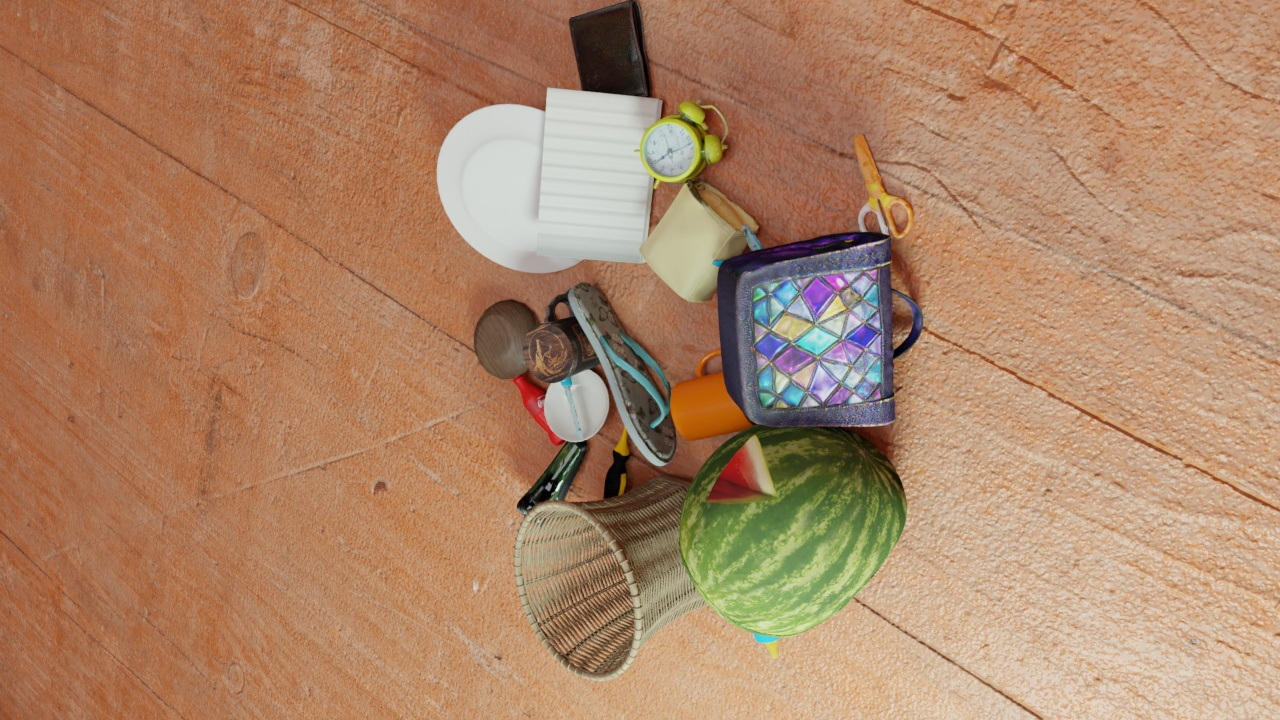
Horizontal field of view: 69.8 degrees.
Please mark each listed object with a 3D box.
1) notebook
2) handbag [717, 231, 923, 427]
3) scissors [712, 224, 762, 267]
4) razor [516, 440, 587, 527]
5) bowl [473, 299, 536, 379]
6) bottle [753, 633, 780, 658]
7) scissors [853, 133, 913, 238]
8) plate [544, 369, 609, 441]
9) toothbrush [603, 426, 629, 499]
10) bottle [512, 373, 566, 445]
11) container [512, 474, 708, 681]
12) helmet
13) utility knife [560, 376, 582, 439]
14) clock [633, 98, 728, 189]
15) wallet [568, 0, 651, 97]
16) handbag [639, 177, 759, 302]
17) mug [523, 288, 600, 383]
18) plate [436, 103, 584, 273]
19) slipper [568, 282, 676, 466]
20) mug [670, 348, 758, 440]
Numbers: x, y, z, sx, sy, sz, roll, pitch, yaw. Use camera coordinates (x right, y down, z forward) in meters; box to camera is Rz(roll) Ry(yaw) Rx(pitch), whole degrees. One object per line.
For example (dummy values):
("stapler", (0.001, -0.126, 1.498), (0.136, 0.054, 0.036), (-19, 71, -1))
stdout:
("notebook", (-0.054, -0.232, 1.168), (0.142, 0.009, 0.210), (4, 109, -7))
("handbag", (0.205, -0.033, 1.026), (0.222, 0.125, 0.205), (-6, 103, -5))
("scissors", (0.157, -0.114, 1.086), (0.138, 0.011, 0.134), (-22, 128, 13))
("razor", (-0.126, 0.174, 1.328), (0.054, 0.067, 0.152), (38, 110, 13))
("bowl", (-0.202, -0.031, 1.326), (0.118, 0.030, 0.118), (-2, 86, 32))
("bottle", (0.158, 0.321, 1.199), (0.051, 0.051, 0.146), (-13, 95, 32))
("scissors", (0.263, -0.195, 1.038), (0.064, 0.013, 0.128), (-21, 92, 32))
("plate", (-0.085, 0.063, 1.288), (0.104, 0.026, 0.104), (-5, 80, 27))
("toothbrush", (-0.027, 0.131, 1.278), (0.031, 0.030, 0.197), (26, 112, 42))
("bottle", (-0.144, 0.068, 1.328), (0.119, 0.036, 0.036), (51, 121, 11))
("container", (-0.017, 0.263, 1.182), (0.227, 0.195, 0.227), (13, 109, 42))
("helmet", (0.170, 0.178, 1.047), (0.248, 0.243, 0.213), (-43, 41, 23))
("utility knife", (-0.103, 0.023, 1.281), (0.022, 0.015, 0.181), (-25, 74, 28))
("clock", (0.052, -0.265, 1.116), (0.119, 0.057, 0.083), (-30, 94, 22))
("wallet", (-0.039, -0.385, 1.162), (0.100, 0.031, 0.120), (-2, 103, 33))
("handbag", (0.072, -0.150, 1.126), (0.111, 0.081, 0.119), (47, 122, 22))
("mug", (-0.101, -0.036, 1.235), (0.080, 0.107, 0.116), (-23, 89, 33))
("plate", (-0.159, -0.219, 1.217), (0.243, 0.016, 0.243), (8, 126, 11))
("slipper", (-0.007, 0.007, 1.204), (0.055, 0.098, 0.268), (-34, 75, 28))
("mug", (0.098, 0.039, 1.162), (0.096, 0.077, 0.112), (-15, 65, 33))
